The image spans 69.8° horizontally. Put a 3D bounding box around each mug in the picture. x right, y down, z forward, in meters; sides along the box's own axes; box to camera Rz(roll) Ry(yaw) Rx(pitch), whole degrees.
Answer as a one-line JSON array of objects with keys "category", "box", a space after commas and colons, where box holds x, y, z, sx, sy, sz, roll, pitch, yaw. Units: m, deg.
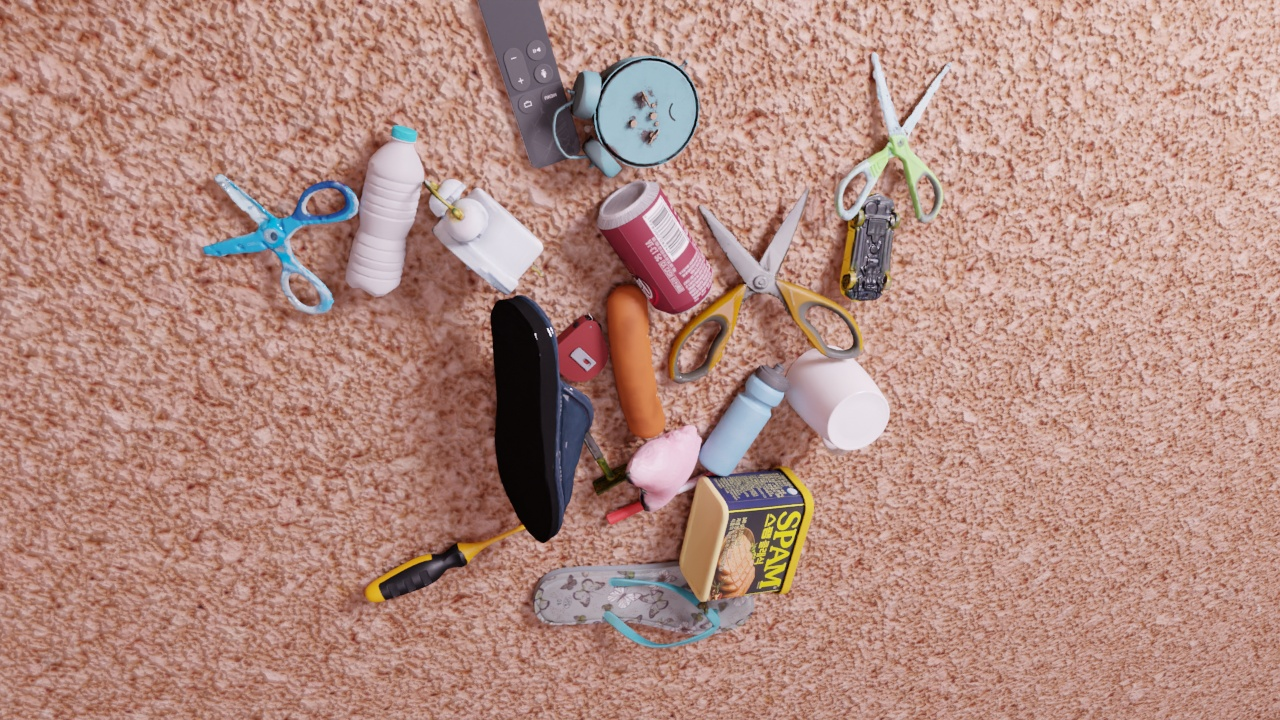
[{"category": "mug", "box": [0.202, 0.054, 0.939, 0.081, 0.087, 0.114, -13, 120, -11]}]

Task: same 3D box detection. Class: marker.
[{"category": "marker", "box": [0.030, 0.142, 0.974, 0.142, 0.012, 0.013, -23, 121, -6]}]

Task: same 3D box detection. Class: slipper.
[{"category": "slipper", "box": [0.016, 0.269, 1.015, 0.268, 0.054, 0.098, 10, 111, -21]}, {"category": "slipper", "box": [-0.078, 0.054, 0.839, 0.083, 0.109, 0.266, -21, 131, -31]}]

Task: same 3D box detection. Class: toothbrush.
[{"category": "toothbrush", "box": [-0.183, 0.196, 0.925, 0.196, 0.031, 0.031, -23, 117, -8]}]

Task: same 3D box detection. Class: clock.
[{"category": "clock", "box": [-0.133, -0.105, 0.747, 0.057, 0.083, 0.117, -48, 132, 3]}, {"category": "clock", "box": [-0.013, -0.201, 0.754, 0.124, 0.053, 0.090, -18, 120, -8]}]

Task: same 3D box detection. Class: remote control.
[{"category": "remote control", "box": [-0.088, -0.229, 0.741, 0.045, 0.008, 0.147, -21, 121, -7]}]

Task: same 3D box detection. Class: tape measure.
[{"category": "tape measure", "box": [-0.053, -0.009, 0.862, 0.059, 0.019, 0.051, -42, 121, 6]}]

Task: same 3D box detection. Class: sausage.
[{"category": "sausage", "box": [-0.005, 0.005, 0.873, 0.044, 0.039, 0.164, -41, 132, -42]}]

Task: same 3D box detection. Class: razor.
[{"category": "razor", "box": [-0.048, 0.085, 0.915, 0.042, 0.026, 0.106, -28, 118, 0]}]

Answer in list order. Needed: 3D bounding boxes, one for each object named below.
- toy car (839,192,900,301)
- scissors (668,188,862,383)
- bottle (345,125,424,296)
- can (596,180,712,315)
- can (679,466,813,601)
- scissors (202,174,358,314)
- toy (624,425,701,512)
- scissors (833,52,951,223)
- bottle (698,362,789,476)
[{"category": "toy car", "box": [0.221, -0.109, 0.891, 0.049, 0.030, 0.107, 3, 102, -19]}, {"category": "scissors", "box": [0.122, -0.054, 0.881, 0.229, 0.016, 0.226, 26, 109, -15]}, {"category": "bottle", "box": [-0.204, -0.121, 0.740, 0.044, 0.044, 0.136, 10, 113, -22]}, {"category": "can", "box": [0.014, -0.099, 0.809, 0.063, 0.063, 0.114, -35, 121, 2]}, {"category": "can", "box": [0.110, 0.186, 0.980, 0.104, 0.075, 0.135, -2, 119, -23]}, {"category": "scissors", "box": [-0.279, -0.101, 0.732, 0.140, 0.011, 0.134, -32, 115, 15]}, {"category": "toy", "box": [0.025, 0.104, 0.925, 0.093, 0.050, 0.102, -49, 154, -13]}, {"category": "scissors", "box": [0.233, -0.198, 0.846, 0.165, 0.024, 0.171, -28, 111, -3]}, {"category": "bottle", "box": [0.108, 0.057, 0.938, 0.040, 0.040, 0.130, 24, 107, -27]}]
